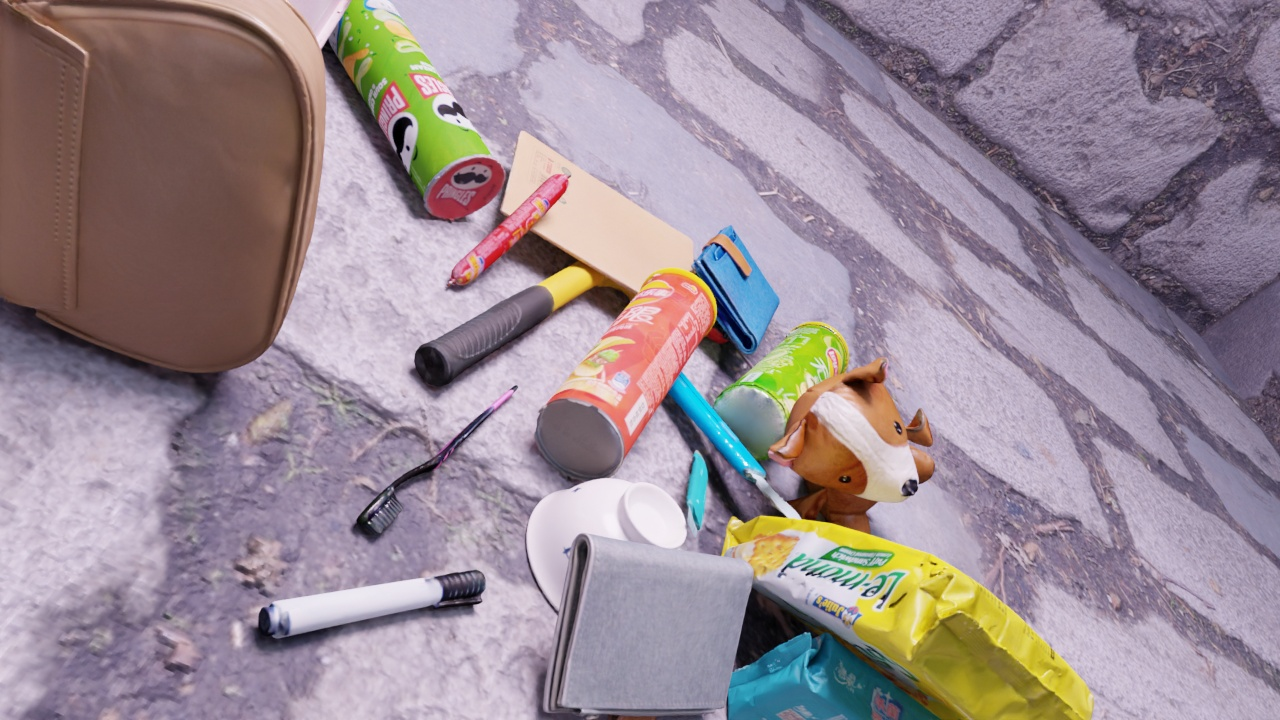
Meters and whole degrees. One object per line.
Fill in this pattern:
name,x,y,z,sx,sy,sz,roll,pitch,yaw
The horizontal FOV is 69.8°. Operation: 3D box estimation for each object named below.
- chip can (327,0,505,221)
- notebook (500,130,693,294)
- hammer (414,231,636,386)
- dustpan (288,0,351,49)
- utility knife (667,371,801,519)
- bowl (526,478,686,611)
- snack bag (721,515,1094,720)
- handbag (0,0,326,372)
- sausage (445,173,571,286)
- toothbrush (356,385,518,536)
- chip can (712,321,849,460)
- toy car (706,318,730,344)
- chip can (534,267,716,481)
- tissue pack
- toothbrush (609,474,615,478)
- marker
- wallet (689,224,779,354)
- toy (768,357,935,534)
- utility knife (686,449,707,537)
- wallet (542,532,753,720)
chip can,-0.203,-0.229,0.790,0.072,0.072,0.236,-6,55,-51
notebook,-0.032,-0.123,0.852,0.207,0.008,0.147,30,35,-22
hammer,-0.083,-0.048,0.746,0.129,0.033,0.299,44,31,2
dustpan,-0.351,-0.255,0.665,0.222,0.139,0.273,21,18,-16
utility knife,0.075,0.071,0.752,0.034,0.018,0.218,18,26,-52
bowl,-0.008,0.118,0.602,0.118,0.065,0.118,28,35,-23
snack bag,0.168,0.173,0.607,0.158,0.068,0.247,41,-13,-20
handbag,-0.242,-0.097,0.471,0.147,0.205,0.099,11,31,-22
sausage,-0.104,-0.107,0.747,0.020,0.020,0.155,42,60,-3
toothbrush,-0.122,0.058,0.595,0.018,0.014,0.188,52,31,-5
chip can,0.136,0.025,0.866,0.072,0.073,0.220,47,32,6
toy car,0.072,-0.062,0.933,0.049,0.031,0.106,38,34,-31
chip can,-0.004,0.004,0.715,0.073,0.073,0.215,41,37,-5
tissue pack,0.126,0.232,0.588,0.133,0.093,0.050,39,45,-6
toothbrush,-0.010,0.038,0.745,0.016,0.016,0.179,22,36,-2
marker,-0.137,0.129,0.489,0.130,0.018,0.022,2,60,-48
wallet,0.096,-0.074,0.914,0.106,0.040,0.132,55,26,-9
toy,0.179,0.081,0.764,0.130,0.140,0.199,38,-11,38
utility knife,0.040,0.097,0.678,0.176,0.013,0.029,-53,124,-81
wallet,0.005,0.164,0.552,0.129,0.037,0.106,18,82,-37
